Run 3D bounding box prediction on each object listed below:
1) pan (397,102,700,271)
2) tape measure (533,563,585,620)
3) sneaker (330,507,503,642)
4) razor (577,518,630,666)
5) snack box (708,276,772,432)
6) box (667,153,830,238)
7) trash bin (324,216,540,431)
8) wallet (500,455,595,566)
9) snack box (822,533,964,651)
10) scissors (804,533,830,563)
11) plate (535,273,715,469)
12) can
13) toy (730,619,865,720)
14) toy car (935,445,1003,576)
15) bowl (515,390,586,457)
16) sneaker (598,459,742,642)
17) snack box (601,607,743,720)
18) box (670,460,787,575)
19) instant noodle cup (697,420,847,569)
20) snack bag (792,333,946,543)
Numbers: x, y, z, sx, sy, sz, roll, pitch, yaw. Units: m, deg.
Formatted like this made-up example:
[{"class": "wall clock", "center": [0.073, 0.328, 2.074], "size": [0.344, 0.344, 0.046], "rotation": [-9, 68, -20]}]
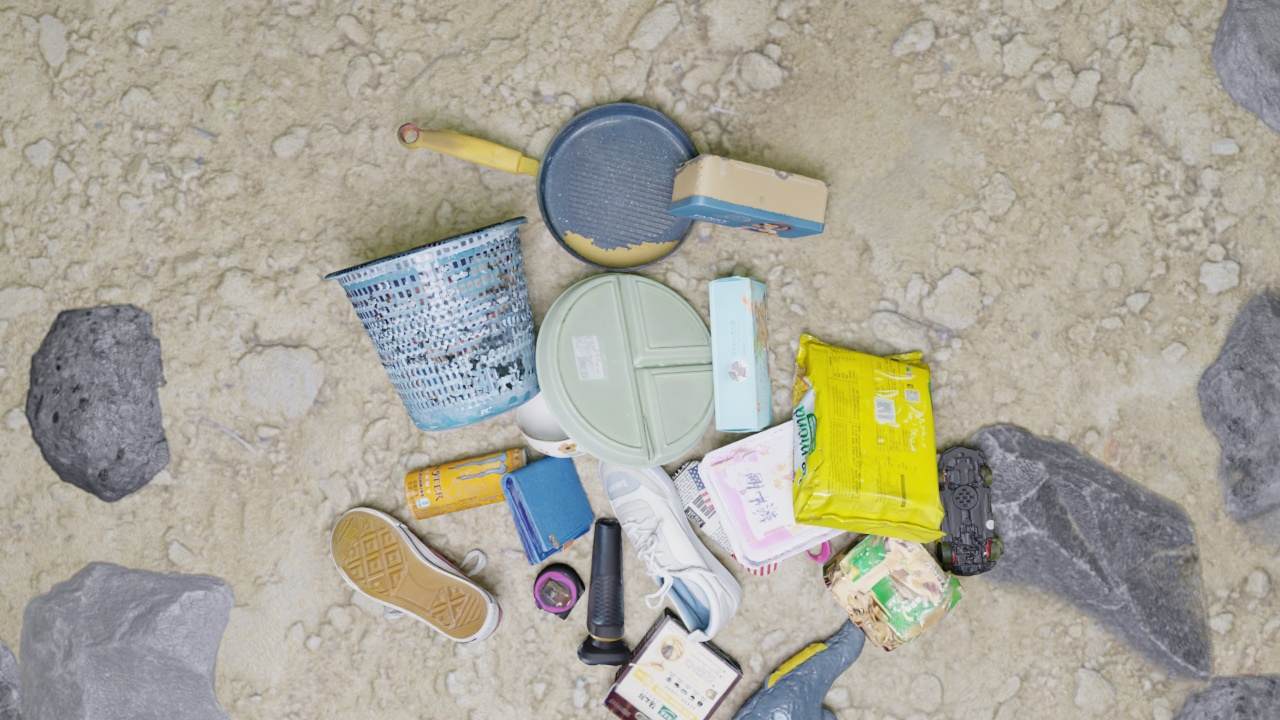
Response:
[{"class": "pan", "center": [-0.100, -0.219, 1.067], "size": [0.357, 0.078, 0.197], "rotation": [12, 89, 1]}, {"class": "tape measure", "center": [-0.097, 0.269, 1.078], "size": [0.058, 0.039, 0.057], "rotation": [37, 90, 2]}, {"class": "sneaker", "center": [-0.254, 0.252, 1.061], "size": [0.241, 0.088, 0.118], "rotation": [25, 77, 23]}, {"class": "razor", "center": [-0.041, 0.269, 1.072], "size": [0.062, 0.068, 0.167], "rotation": [3, 79, -9]}, {"class": "snack box", "center": [0.116, -0.006, 1.054], "size": [0.052, 0.074, 0.175], "rotation": [-4, 89, 21]}, {"class": "box", "center": [0.117, -0.183, 1.031], "size": [0.184, 0.090, 0.062], "rotation": [6, 89, -19]}, {"class": "trash bin", "center": [-0.206, -0.035, 1.015], "size": [0.226, 0.226, 0.195], "rotation": [-16, 101, 1]}, {"class": "wallet", "center": [-0.103, 0.163, 1.036], "size": [0.040, 0.132, 0.106], "rotation": [-21, 89, 24]}, {"class": "snack box", "center": [0.271, 0.244, 1.037], "size": [0.117, 0.105, 0.118], "rotation": [-40, 89, -2]}, {"class": "scissors", "center": [0.224, 0.174, 1.085], "size": [0.133, 0.017, 0.133], "rotation": [4, 86, 6]}, {"class": "plate", "center": [-0.006, 0.006, 1.031], "size": [0.230, 0.028, 0.230], "rotation": [9, 69, -25]}, {"class": "can", "center": [-0.198, 0.144, 1.073], "size": [0.146, 0.058, 0.058], "rotation": [-13, 89, 1]}, {"class": "toy", "center": [0.153, 0.460, 1.051], "size": [0.137, 0.091, 0.356], "rotation": [19, 91, -26]}, {"class": "toy car", "center": [0.376, 0.175, 1.067], "size": [0.071, 0.041, 0.156], "rotation": [-6, 90, 1]}, {"class": "bowl", "center": [-0.082, 0.072, 1.060], "size": [0.113, 0.113, 0.062], "rotation": [-14, 131, 1]}, {"class": "sneaker", "center": [0.018, 0.211, 1.038], "size": [0.090, 0.090, 0.242], "rotation": [-33, 93, 38]}, {"class": "snack box", "center": [0.037, 0.375, 1.066], "size": [0.113, 0.053, 0.125], "rotation": [38, 91, 1]}, {"class": "box", "center": [0.102, 0.184, 1.078], "size": [0.164, 0.060, 0.071], "rotation": [44, 68, 1]}, {"class": "instant noodle cup", "center": [0.156, 0.150, 1.036], "size": [0.173, 0.060, 0.138], "rotation": [-19, 74, -19]}, {"class": "snack bag", "center": [0.250, 0.080, 1.005], "size": [0.158, 0.068, 0.245], "rotation": [9, 53, -3]}]
